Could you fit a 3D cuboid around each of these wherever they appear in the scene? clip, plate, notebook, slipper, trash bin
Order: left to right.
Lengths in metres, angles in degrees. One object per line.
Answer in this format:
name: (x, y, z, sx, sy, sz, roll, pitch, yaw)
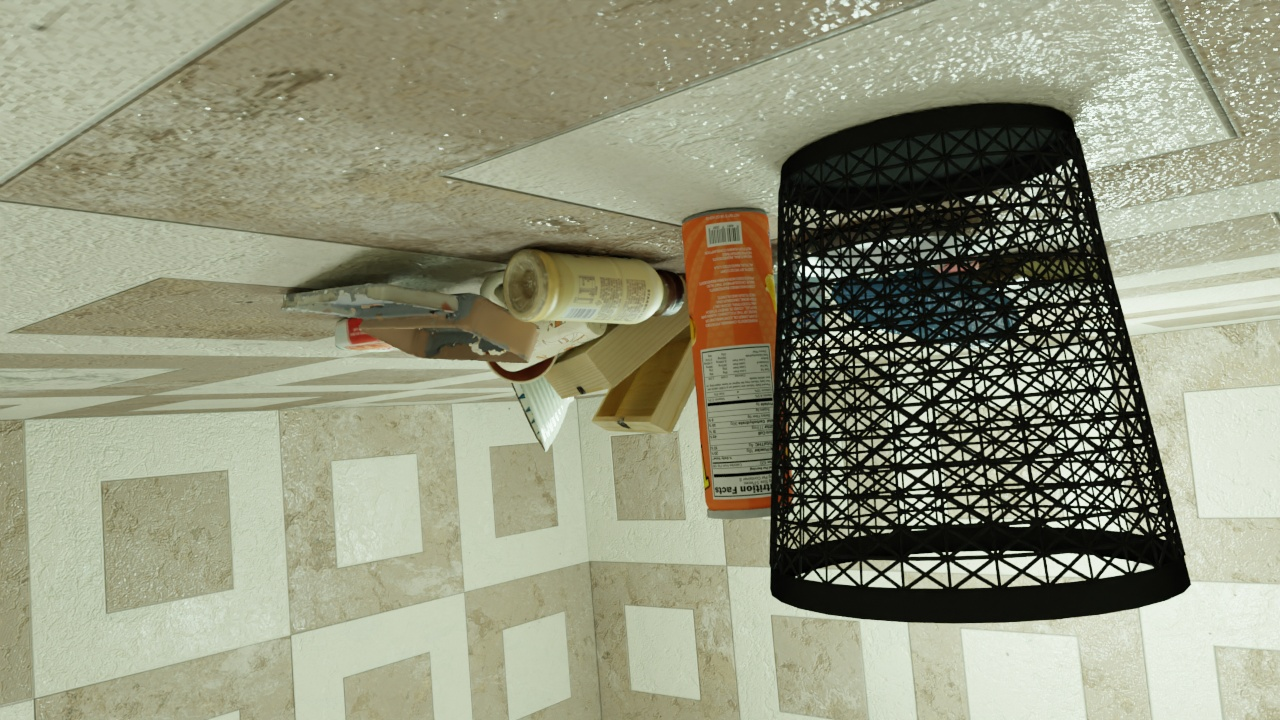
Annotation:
plate: (0.206, -0.095, 0.777, 0.173, 0.019, 0.173, -5, 176, -1)
slipper: (0.287, -0.064, 0.944, 0.104, 0.059, 0.214, 41, 162, -33)
trash bin: (0.172, 0.002, 0.522, 0.217, 0.243, 0.217, -5, 176, -1)
clip: (0.294, -0.088, 0.857, 0.058, 0.038, 0.022, -7, 174, -29)
notebook: (0.365, -0.082, 1.025, 0.189, 0.034, 0.216, -2, 174, -30)

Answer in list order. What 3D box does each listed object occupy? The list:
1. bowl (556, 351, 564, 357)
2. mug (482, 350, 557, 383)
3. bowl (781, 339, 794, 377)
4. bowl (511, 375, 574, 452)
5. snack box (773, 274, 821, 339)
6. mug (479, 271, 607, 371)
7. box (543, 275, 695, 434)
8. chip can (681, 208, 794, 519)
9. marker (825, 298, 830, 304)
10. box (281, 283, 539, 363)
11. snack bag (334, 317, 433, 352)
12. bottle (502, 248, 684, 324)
bowl: (-0.095, -0.020, 1.204, 0.151, 0.056, 0.151, -5, 176, -1)
mug: (-0.145, -0.025, 1.010, 0.111, 0.085, 0.104, 24, 179, -6)
bowl: (0.110, -0.024, 1.038, 0.131, 0.131, 0.064, -4, 137, -10)
bowl: (-0.142, 0.038, 1.325, 0.071, 0.177, 0.177, -23, 179, -11)
snack box: (0.115, -0.048, 0.881, 0.059, 0.059, 0.226, 2, -178, -8)
mug: (-0.096, -0.049, 0.837, 0.097, 0.081, 0.122, -14, 146, 23)
box: (-0.002, 0.006, 0.989, 0.140, 0.123, 0.249, -37, -173, -16)
chip can: (0.069, 0.003, 0.651, 0.062, 0.210, 0.062, -5, 176, -1)
marker: (0.193, -0.072, 1.120, 0.122, 0.015, 0.018, -4, 180, -44)
box: (-0.202, -0.034, 0.778, 0.153, 0.058, 0.217, 24, 167, -36)
snack bag: (-0.263, -0.032, 0.991, 0.116, 0.036, 0.077, -7, 174, 32)
bottle: (-0.033, -0.058, 0.755, 0.161, 0.056, 0.057, -1, 174, -44)
